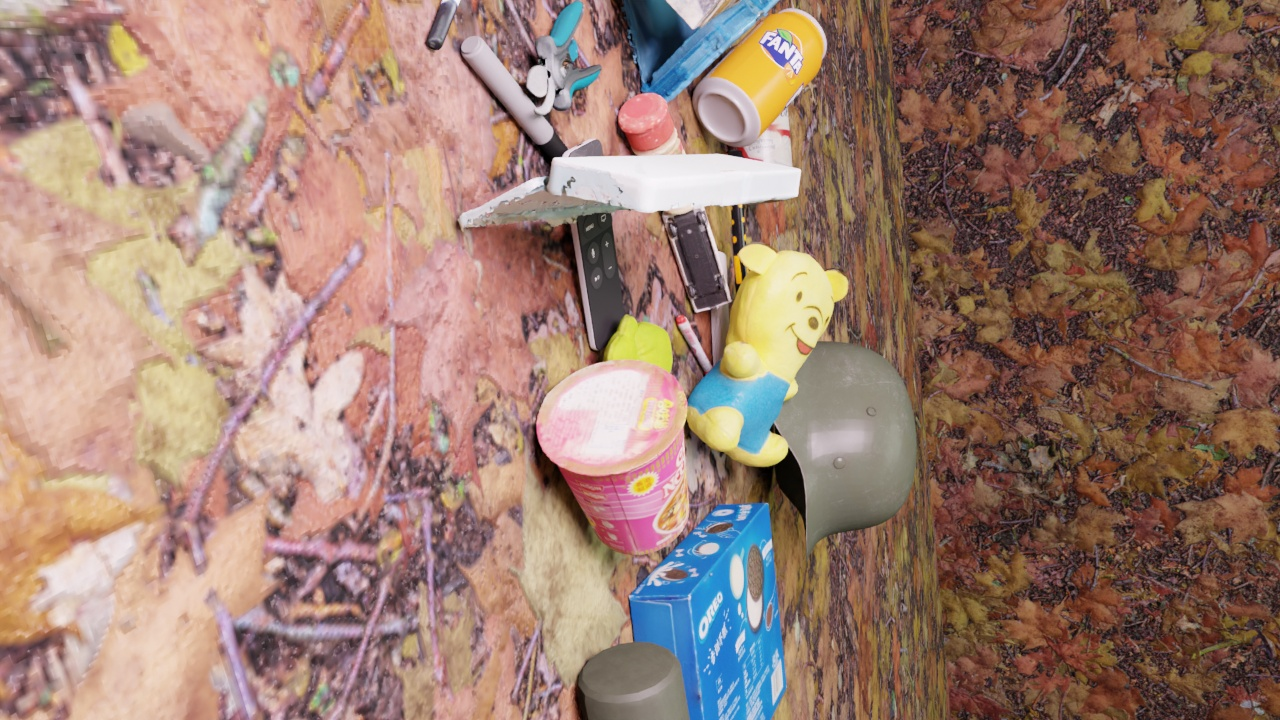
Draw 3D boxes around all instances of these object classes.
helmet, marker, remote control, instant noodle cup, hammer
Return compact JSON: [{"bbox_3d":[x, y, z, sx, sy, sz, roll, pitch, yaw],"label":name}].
[{"bbox_3d":[0.222,0.087,1.006,0.227,0.154,0.267,69,22,-63],"label":"helmet"},{"bbox_3d":[-0.071,-0.154,0.584,0.140,0.016,0.016,45,47,-58],"label":"marker"},{"bbox_3d":[-0.032,-0.080,0.649,0.045,0.008,0.147,-45,135,-50],"label":"remote control"},{"bbox_3d":[-0.100,-0.235,0.533,0.011,0.011,0.151,55,39,-51],"label":"marker"},{"bbox_3d":[0.060,0.001,0.882,0.142,0.013,0.012,57,37,-49],"label":"marker"},{"bbox_3d":[-0.009,0.071,0.612,0.109,0.098,0.097,75,25,-43],"label":"instant noodle cup"},{"bbox_3d":[0.107,-0.056,0.955,0.123,0.036,0.321,-83,168,-78],"label":"hammer"},{"bbox_3d":[0.082,-0.046,0.937,0.033,0.012,0.131,9,78,-67],"label":"remote control"}]

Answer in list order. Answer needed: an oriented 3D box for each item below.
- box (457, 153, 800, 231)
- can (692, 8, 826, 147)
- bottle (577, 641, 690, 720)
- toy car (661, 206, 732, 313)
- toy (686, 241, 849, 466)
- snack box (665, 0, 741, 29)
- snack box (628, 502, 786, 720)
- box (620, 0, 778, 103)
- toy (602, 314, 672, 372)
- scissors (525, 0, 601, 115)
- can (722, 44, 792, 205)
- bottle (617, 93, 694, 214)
[{"bbox_3d":[0.002,-0.104,0.554,0.196,0.137,0.049,-18,103,-55],"label":"box"},{"bbox_3d":[0.121,-0.283,0.916,0.142,0.079,0.079,-49,137,-25],"label":"can"},{"bbox_3d":[0.008,0.303,0.637,0.071,0.071,0.207,-38,122,-63],"label":"bottle"},{"bbox_3d":[0.052,-0.097,0.847,0.039,0.039,0.113,-97,168,-53],"label":"toy car"},{"bbox_3d":[0.113,-0.009,0.860,0.149,0.084,0.213,32,76,-56],"label":"toy"},{"bbox_3d":[0.021,-0.331,0.703,0.148,0.041,0.143,44,33,-7],"label":"snack box"},{"bbox_3d":[0.068,0.253,0.809,0.238,0.056,0.195,-23,108,-65],"label":"snack box"},{"bbox_3d":[0.049,-0.326,0.844,0.102,0.094,0.230,48,35,-11],"label":"box"},{"bbox_3d":[-0.004,0.004,0.693,0.093,0.036,0.094,-44,143,-48],"label":"toy"},{"bbox_3d":[-0.051,-0.205,0.623,0.128,0.019,0.153,37,49,-67],"label":"scissors"},{"bbox_3d":[0.130,-0.260,1.011,0.067,0.067,0.170,-19,105,-66],"label":"can"},{"bbox_3d":[0.018,-0.170,0.765,0.109,0.044,0.044,57,37,-50],"label":"bottle"}]
